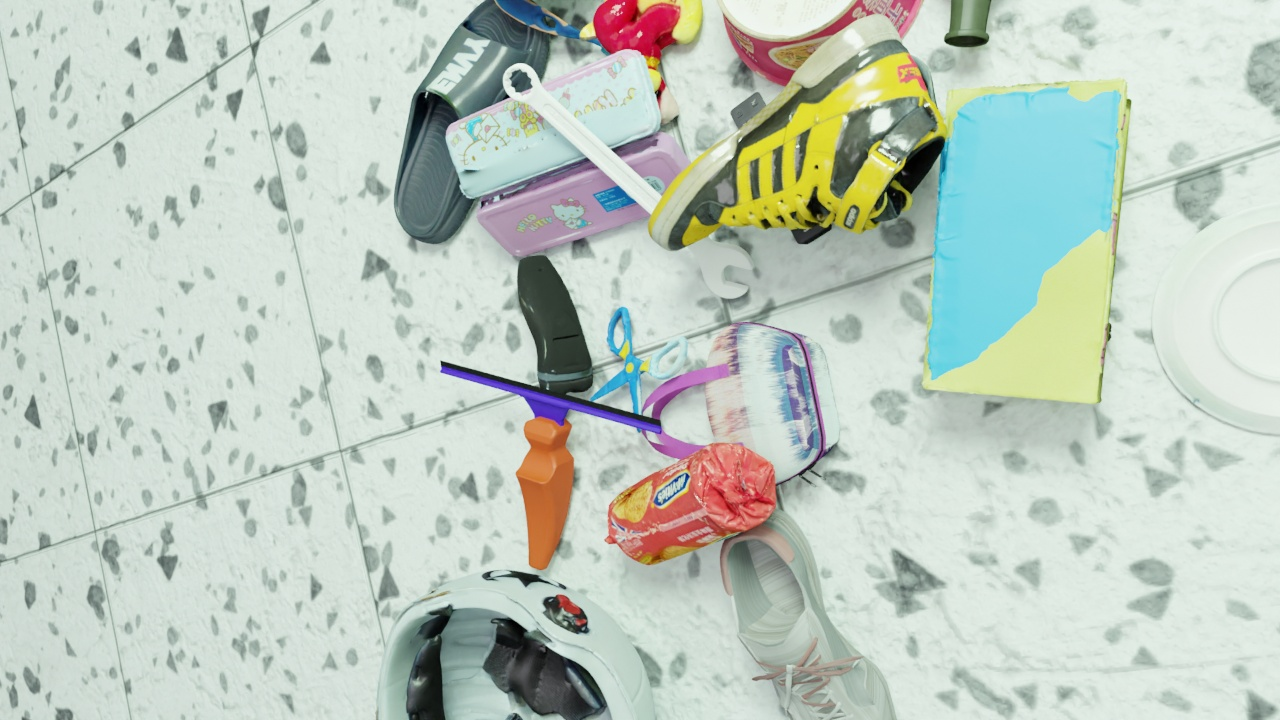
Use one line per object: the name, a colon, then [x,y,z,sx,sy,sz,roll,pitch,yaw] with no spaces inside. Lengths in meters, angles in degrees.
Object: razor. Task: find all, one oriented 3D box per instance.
razor: [-0.086,-0.032,0.876,0.064,0.053,0.140,-43,61,57]

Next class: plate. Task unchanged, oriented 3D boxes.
plate: [0.429,-0.028,0.608,0.157,0.014,0.157,1,92,28]

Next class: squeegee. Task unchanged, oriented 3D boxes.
squeegee: [-0.090,0.112,0.873,0.250,0.055,0.185,14,107,29]

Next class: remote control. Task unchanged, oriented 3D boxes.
remote control: [0.118,-0.162,0.775,0.032,0.015,0.136,-32,74,26]

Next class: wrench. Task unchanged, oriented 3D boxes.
wrench: [-0.009,-0.151,0.778,0.273,0.009,0.047,41,127,-7]

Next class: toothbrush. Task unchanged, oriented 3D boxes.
toothbrush: [-0.077,-0.310,0.850,0.135,0.017,0.022,26,120,3]

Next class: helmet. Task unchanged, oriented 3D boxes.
helmet: [-0.094,0.302,0.825,0.264,0.163,0.237,15,103,21]

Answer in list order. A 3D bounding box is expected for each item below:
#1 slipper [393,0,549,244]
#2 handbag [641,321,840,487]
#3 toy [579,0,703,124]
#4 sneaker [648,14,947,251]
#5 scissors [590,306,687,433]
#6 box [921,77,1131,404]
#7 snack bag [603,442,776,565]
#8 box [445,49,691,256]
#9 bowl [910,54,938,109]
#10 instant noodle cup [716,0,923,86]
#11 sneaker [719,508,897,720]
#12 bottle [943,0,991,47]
slipper: [-0.189,-0.242,0.905,0.111,0.083,0.268,38,109,24]
handbag: [0.075,0.044,0.785,0.170,0.067,0.144,-13,86,35]
toy: [-0.002,-0.281,0.809,0.105,0.067,0.137,9,97,7]
sneaker: [0.117,-0.127,0.681,0.239,0.085,0.122,-40,70,32]
scissors: [-0.003,0.005,0.828,0.131,0.013,0.125,-26,61,43]
box: [0.276,-0.083,0.657,0.125,0.082,0.221,3,90,28]
snack bag: [0.040,0.118,0.766,0.177,0.082,0.082,-35,74,49]
box: [-0.067,-0.176,0.821,0.215,0.050,0.149,-13,119,29]
bowl: [0.185,-0.184,0.710,0.110,0.055,0.110,8,104,36]
instant noodle cup: [0.131,-0.314,0.727,0.179,0.077,0.178,1,93,29]
sneaker: [0.127,0.236,0.741,0.099,0.089,0.236,-33,76,26]
bottle: [0.249,-0.336,0.665,0.071,0.071,0.207,8,96,28]
